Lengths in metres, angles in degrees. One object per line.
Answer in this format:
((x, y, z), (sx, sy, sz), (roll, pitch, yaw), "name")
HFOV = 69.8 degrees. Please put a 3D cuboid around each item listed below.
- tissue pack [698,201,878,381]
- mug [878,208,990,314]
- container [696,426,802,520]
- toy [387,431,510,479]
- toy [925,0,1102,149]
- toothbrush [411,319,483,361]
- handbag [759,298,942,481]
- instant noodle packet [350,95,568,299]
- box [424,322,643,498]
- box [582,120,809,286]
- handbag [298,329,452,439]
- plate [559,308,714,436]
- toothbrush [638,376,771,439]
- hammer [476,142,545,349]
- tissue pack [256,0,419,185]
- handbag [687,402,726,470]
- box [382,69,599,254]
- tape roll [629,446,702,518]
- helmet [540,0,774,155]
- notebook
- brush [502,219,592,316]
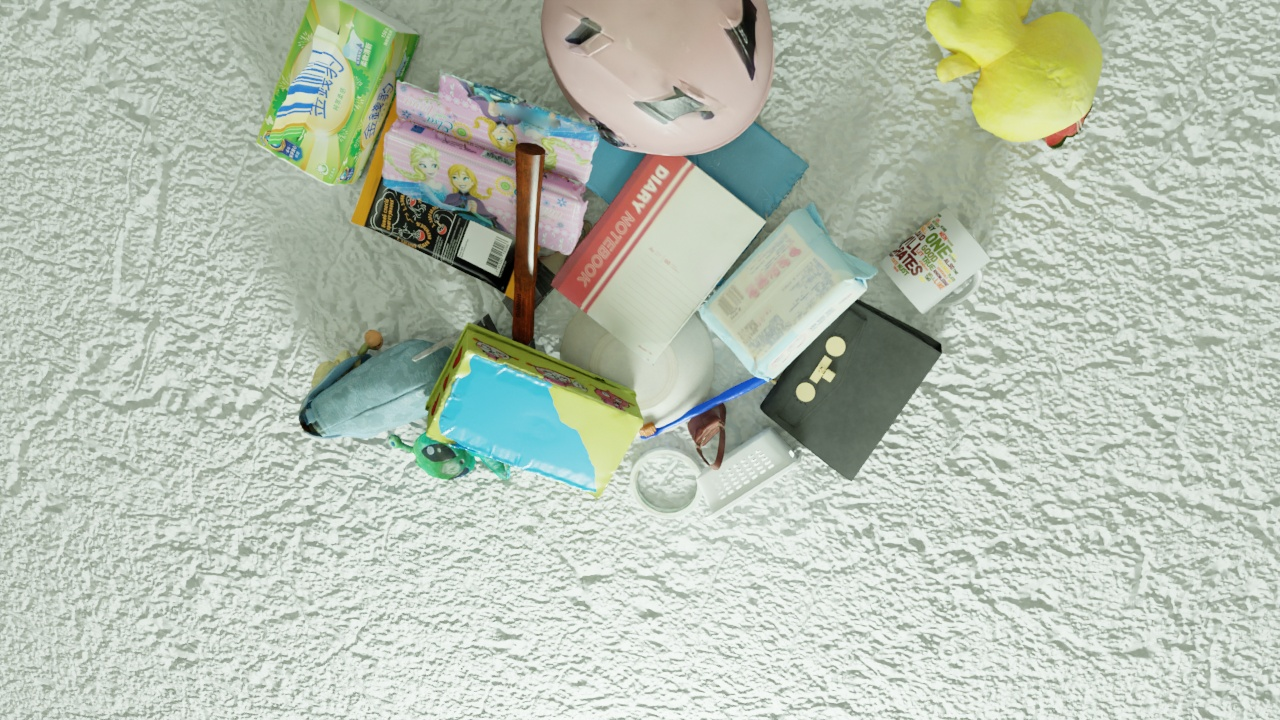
((0.161, -0.073, 1.015), (0.182, 0.070, 0.112), (-46, 65, 17), "tissue pack")
((0.328, -0.099, 1.001), (0.090, 0.073, 0.105), (-41, 122, 17), "mug")
((0.124, 0.129, 1.089), (0.129, 0.080, 0.049), (-35, 87, 13), "container")
((-0.209, 0.102, 1.135), (0.193, 0.072, 0.131), (-15, 139, 12), "toy")
((0.378, -0.302, 0.920), (0.207, 0.092, 0.134), (42, 104, -2), "toy")
((-0.216, -0.021, 1.040), (0.010, 0.181, 0.010), (31, 111, 4), "toothbrush")
((0.211, 0.006, 1.058), (0.196, 0.072, 0.176), (33, 108, 9), "handbag")
((-0.212, -0.188, 1.068), (0.221, 0.032, 0.160), (25, 106, 0), "instant noodle packet")
((-0.121, 0.058, 1.037), (0.221, 0.080, 0.124), (22, 109, -17), "box")
((0.047, -0.218, 1.023), (0.231, 0.033, 0.175), (36, 107, -2), "box")
((-0.314, 0.025, 1.104), (0.192, 0.121, 0.118), (-25, 80, 14), "handbag")
((-0.007, 0.006, 1.097), (0.189, 0.027, 0.189), (2, 106, 8), "plate")
((0.076, 0.051, 1.081), (0.183, 0.016, 0.018), (-27, 118, 18), "toothbrush")
((-0.129, -0.102, 1.023), (0.111, 0.028, 0.301), (20, 132, 13), "hammer")
((-0.344, -0.296, 0.999), (0.120, 0.141, 0.198), (23, 108, 1), "tissue pack")
((0.082, 0.092, 1.061), (0.029, 0.119, 0.055), (39, 108, -17), "handbag")
((-0.163, -0.217, 0.984), (0.230, 0.035, 0.160), (20, 134, 2), "box")
((0.033, 0.152, 1.141), (0.093, 0.013, 0.093), (2, 106, 8), "tape roll")
((0.022, -0.331, 0.919), (0.230, 0.152, 0.255), (-44, 95, 3), "helmet")
((0.016, -0.119, 1.026), (0.153, 0.012, 0.209), (38, 106, 0), "notebook")
((-0.108, -0.107, 1.087), (0.039, 0.012, 0.151), (43, 107, -5), "brush")
